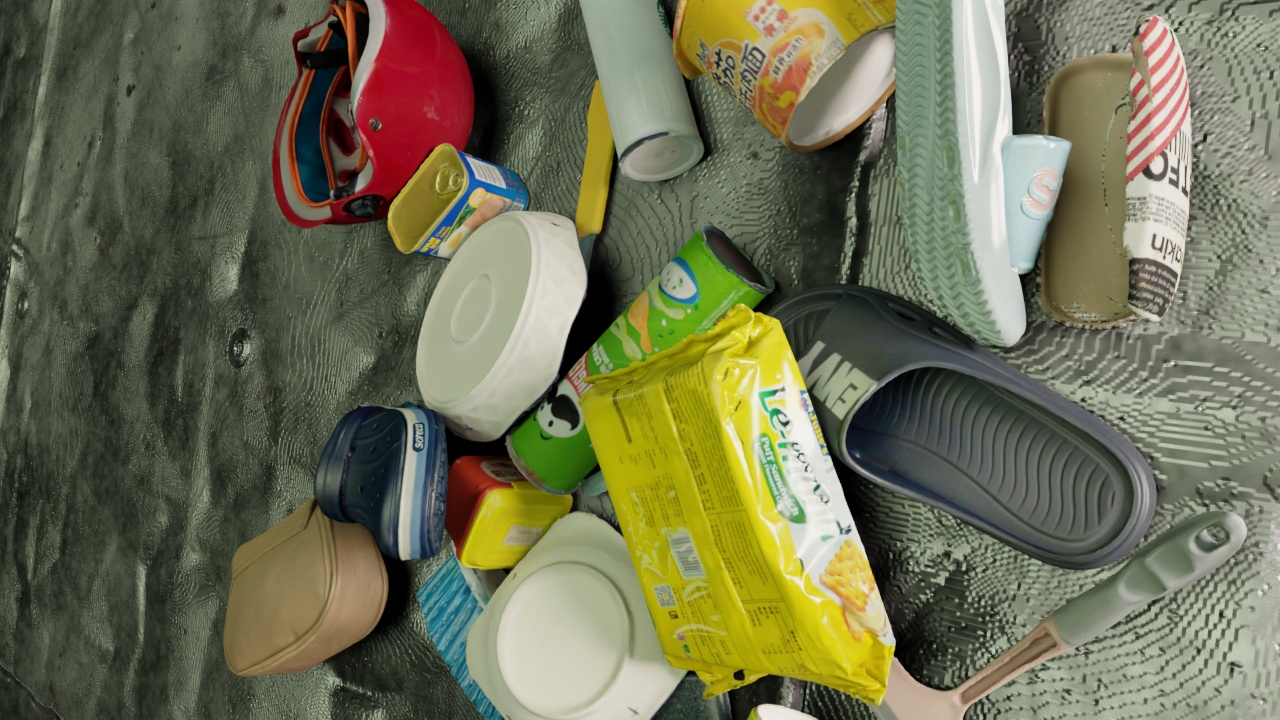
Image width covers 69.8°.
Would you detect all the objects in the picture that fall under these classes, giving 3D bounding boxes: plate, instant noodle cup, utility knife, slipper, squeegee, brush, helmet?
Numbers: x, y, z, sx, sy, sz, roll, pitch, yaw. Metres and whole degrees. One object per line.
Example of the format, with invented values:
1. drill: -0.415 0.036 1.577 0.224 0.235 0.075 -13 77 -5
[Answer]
1. plate: -0.124 -0.036 0.766 0.205 0.045 0.204 -30 48 40
2. instant noodle cup: 0.107 -0.213 0.605 0.138 0.137 0.109 -44 69 24
3. utility knife: -0.039 -0.152 0.773 0.033 0.015 0.202 10 90 37
4. plate: -0.051 0.209 0.685 0.163 0.034 0.164 37 88 30
5. slipper: 0.169 0.029 0.555 0.268 0.083 0.111 33 102 34
6. slipper: 0.197 -0.130 0.529 0.074 0.104 0.245 -10 105 -5
7. utility knife: 0.020 0.061 0.704 0.183 0.013 0.029 -33 62 28
8. instant noodle cup: 0.087 0.290 0.574 0.112 0.111 0.123 21 89 37
9. squeegee: 0.228 0.154 0.506 0.247 0.040 0.250 55 131 24
10. brush: -0.162 0.170 0.809 0.314 0.060 0.109 44 105 35
11. helmet: -0.244 -0.227 0.864 0.241 0.143 0.206 -45 56 40
12. slipper: -0.220 0.086 0.754 0.253 0.095 0.105 -162 72 -66

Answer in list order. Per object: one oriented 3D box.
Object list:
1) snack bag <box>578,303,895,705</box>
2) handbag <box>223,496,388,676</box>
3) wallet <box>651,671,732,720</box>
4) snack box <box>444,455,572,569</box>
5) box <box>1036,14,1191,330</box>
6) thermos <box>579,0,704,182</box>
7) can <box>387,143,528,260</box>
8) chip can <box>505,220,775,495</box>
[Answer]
1. snack bag: 0.051 0.100 0.585 0.158 0.068 0.246 -20 90 46
2. handbag: -0.325 0.222 0.898 0.205 0.099 0.147 -31 59 30
3. wallet: 0.019 0.281 0.676 0.121 0.019 0.097 -18 75 36
4. snack box: -0.116 0.123 0.754 0.080 0.091 0.082 37 108 41
5. box: 0.257 -0.099 0.509 0.087 0.075 0.162 -4 82 49
6. thermos: -0.006 -0.257 0.733 0.073 0.073 0.224 -24 70 32
7. can: -0.162 -0.135 0.823 0.102 0.083 0.057 -43 62 25
8. chip can: -0.004 0.004 0.694 0.237 0.072 0.072 -46 60 23
